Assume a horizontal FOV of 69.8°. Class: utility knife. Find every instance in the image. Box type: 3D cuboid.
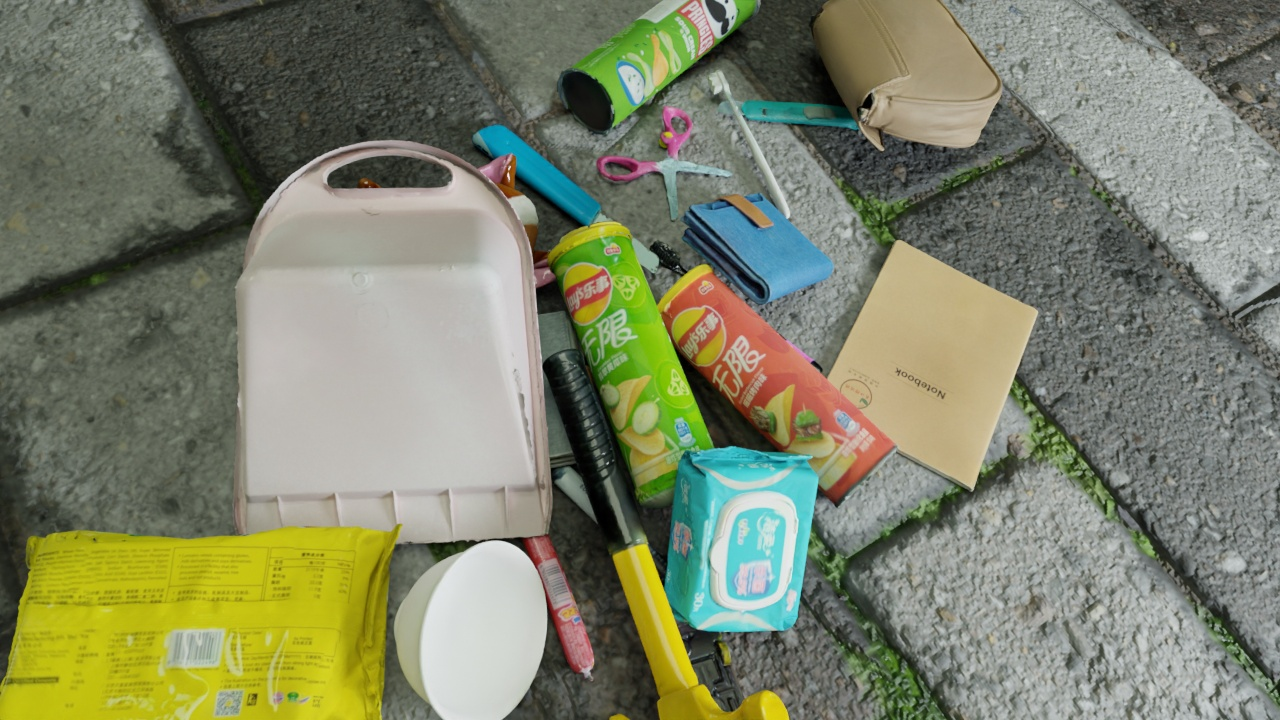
[{"bbox_3d":[-0.065,-0.148,0.834,0.218,0.018,0.034,39,61,14],"label":"utility knife"},{"bbox_3d":[0.163,-0.250,0.930,0.176,0.013,0.029,2,62,-8],"label":"utility knife"}]

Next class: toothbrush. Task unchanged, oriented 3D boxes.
[{"bbox_3d":[0.083,-0.048,0.804,0.189,0.018,0.014,37,64,10],"label":"toothbrush"},{"bbox_3d":[0.104,-0.211,0.892,0.016,0.016,0.180,-21,70,-5],"label":"toothbrush"}]

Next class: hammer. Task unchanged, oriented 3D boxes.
[{"bbox_3d":[-0.009,0.128,0.629,0.032,0.129,0.300,12,52,-54],"label":"hammer"}]

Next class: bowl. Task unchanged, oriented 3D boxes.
[{"bbox_3d":[-0.124,0.178,0.610,0.065,0.118,0.118,-3,54,33],"label":"bowl"}]

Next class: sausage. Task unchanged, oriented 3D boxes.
[{"bbox_3d":[-0.065,0.158,0.666,0.020,0.020,0.155,-17,65,-18],"label":"sausage"}]

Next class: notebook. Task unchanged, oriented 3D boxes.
[{"bbox_3d":[0.258,-0.004,0.812,0.148,0.008,0.207,29,61,7],"label":"notebook"}]

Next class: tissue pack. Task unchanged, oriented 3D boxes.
[{"bbox_3d":[0.071,0.124,0.648,0.093,0.050,0.133,2,100,-20],"label":"tissue pack"}]

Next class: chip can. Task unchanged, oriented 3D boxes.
[{"bbox_3d":[-0.004,0.004,0.712,0.072,0.073,0.221,-17,75,-17],"label":"chip can"},{"bbox_3d":[0.021,-0.315,0.910,0.072,0.072,0.235,39,63,13],"label":"chip can"},{"bbox_3d":[0.104,0.019,0.739,0.073,0.073,0.216,-37,73,-25],"label":"chip can"}]

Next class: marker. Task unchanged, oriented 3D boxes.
[{"bbox_3d":[-0.016,0.125,0.693,0.131,0.018,0.022,42,55,14],"label":"marker"}]

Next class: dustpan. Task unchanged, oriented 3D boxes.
[{"bbox_3d":[-0.175,-0.010,0.665,0.222,0.274,0.138,0,25,-7],"label":"dustpan"}]

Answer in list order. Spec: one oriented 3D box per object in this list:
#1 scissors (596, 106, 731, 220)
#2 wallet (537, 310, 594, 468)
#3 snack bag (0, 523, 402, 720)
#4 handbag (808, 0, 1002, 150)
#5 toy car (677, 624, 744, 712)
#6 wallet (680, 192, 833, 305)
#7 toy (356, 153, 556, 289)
[{"bbox_3d":[0.023,-0.190,0.875,0.134,0.017,0.133,2,65,-12],"label":"scissors"},{"bbox_3d":[-0.089,0.026,0.725,0.106,0.037,0.129,-9,60,-3],"label":"wallet"},{"bbox_3d":[-0.278,0.180,0.577,0.246,0.068,0.157,-2,61,-2],"label":"snack bag"},{"bbox_3d":[0.258,-0.287,0.913,0.147,0.100,0.204,-3,51,-11],"label":"handbag"},{"bbox_3d":[0.047,0.235,0.633,0.049,0.031,0.106,-13,62,-16],"label":"toy car"},{"bbox_3d":[0.103,-0.100,0.795,0.106,0.040,0.132,47,34,15],"label":"wallet"},{"bbox_3d":[-0.161,-0.091,0.734,0.199,0.131,0.140,-22,91,-30],"label":"toy"}]
